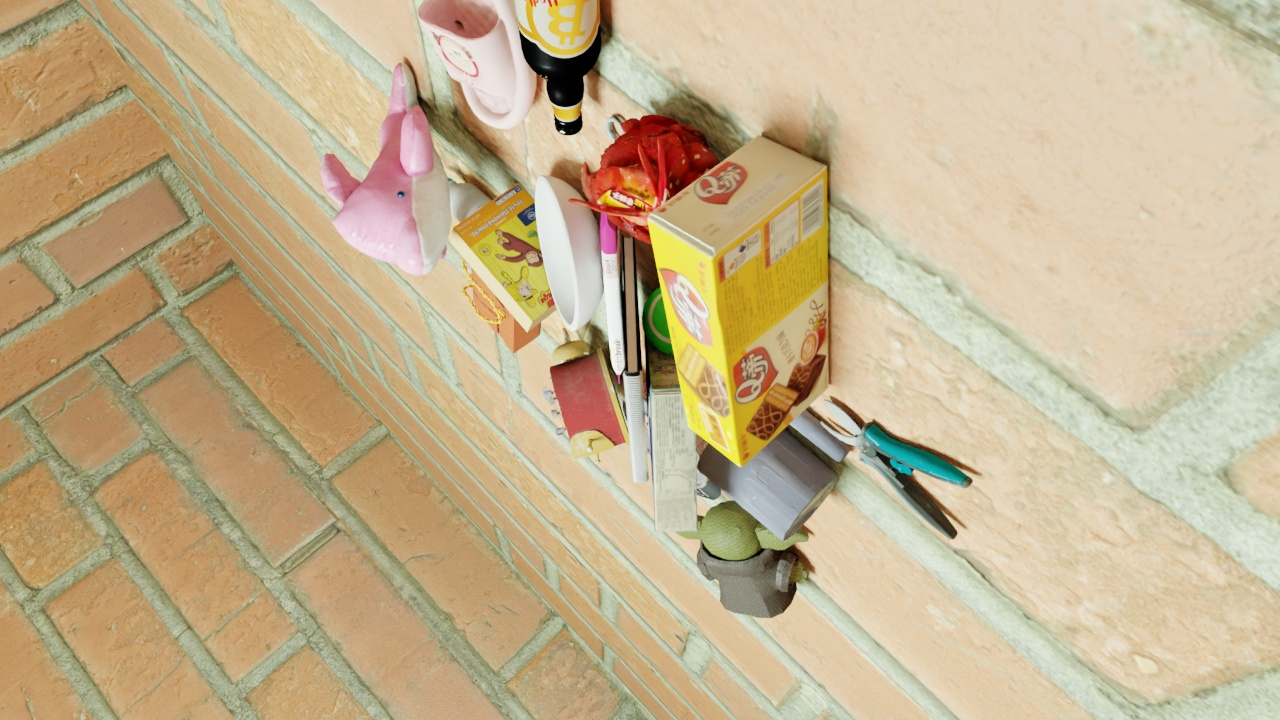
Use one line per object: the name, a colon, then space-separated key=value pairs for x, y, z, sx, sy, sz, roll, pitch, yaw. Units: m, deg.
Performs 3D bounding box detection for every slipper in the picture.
slipper: x=-0.141 y=-0.284 z=0.758 sx=0.107 sy=0.055 sz=0.222 roll=36 pitch=154 yaw=28

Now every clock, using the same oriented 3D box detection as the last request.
clock: x=-0.071 y=0.038 z=1.067 sx=0.117 sy=0.081 sz=0.158 roll=75 pitch=177 yaw=-72

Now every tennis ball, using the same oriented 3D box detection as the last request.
tennis ball: x=0.034 y=-0.037 z=0.806 sx=0.065 sy=0.065 sz=0.065 roll=41 pitch=157 yaw=22

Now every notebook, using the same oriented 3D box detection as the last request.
notebook: x=-0.005 y=0.005 z=0.862 sx=0.207 sy=0.016 sz=0.148 roll=86 pitch=-179 yaw=-58

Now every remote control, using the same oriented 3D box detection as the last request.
remote control: x=0.056 y=0.146 z=1.104 sx=0.033 sy=0.015 sz=0.147 roll=42 pitch=167 yaw=-13

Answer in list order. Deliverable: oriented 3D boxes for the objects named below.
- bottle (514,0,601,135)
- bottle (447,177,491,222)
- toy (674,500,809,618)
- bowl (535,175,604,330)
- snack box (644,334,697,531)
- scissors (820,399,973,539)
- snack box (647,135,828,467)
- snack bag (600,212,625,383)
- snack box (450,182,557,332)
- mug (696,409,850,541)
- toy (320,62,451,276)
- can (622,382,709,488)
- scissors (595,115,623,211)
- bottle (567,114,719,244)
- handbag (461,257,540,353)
bottle: x=-0.058 y=-0.237 z=0.667 sx=0.059 sy=0.059 sz=0.182 roll=41 pitch=157 yaw=22
bottle: x=-0.180 y=-0.163 z=1.047 sx=0.136 sy=0.044 sz=0.044 roll=42 pitch=157 yaw=20
toy: x=0.120 y=0.223 z=1.044 sx=0.180 sy=0.078 sz=0.153 roll=0 pitch=126 yaw=33
bowl: x=-0.062 y=-0.105 z=0.877 sx=0.150 sy=0.043 sz=0.149 roll=166 pitch=90 yaw=-76
snack box: x=0.028 y=0.060 z=0.851 sx=0.144 sy=0.042 sz=0.144 roll=-92 pitch=-1 yaw=-65
scissors: x=0.208 y=0.088 z=0.735 sx=0.155 sy=0.019 sz=0.124 roll=12 pitch=135 yaw=60
snack box: x=0.078 y=-0.033 z=0.663 sx=0.062 sy=0.109 sz=0.230 roll=36 pitch=155 yaw=34
snack bag: x=-0.025 y=-0.071 z=0.823 sx=0.197 sy=0.016 sz=0.070 roll=87 pitch=-177 yaw=-45
snack box: x=-0.124 y=-0.108 z=0.966 sx=0.126 sy=0.088 sz=0.040 roll=49 pitch=159 yaw=2
mug: x=0.124 y=0.088 z=0.836 sx=0.104 sy=0.083 sz=0.124 roll=41 pitch=130 yaw=21
toy: x=-0.266 y=-0.188 z=0.961 sx=0.187 sy=0.127 sz=0.265 roll=99 pitch=163 yaw=-46
can: x=0.040 y=0.077 z=1.008 sx=0.130 sy=0.044 sz=0.130 roll=41 pitch=157 yaw=21
scissors: x=-0.002 y=-0.140 z=0.779 sx=0.175 sy=0.014 sz=0.141 roll=15 pitch=137 yaw=59
bottle: x=0.011 y=-0.127 z=0.663 sx=0.111 sy=0.098 sz=0.099 roll=36 pitch=155 yaw=25
handbag: x=-0.181 y=-0.090 z=1.155 sx=0.109 sy=0.060 sz=0.172 roll=49 pitch=159 yaw=13
